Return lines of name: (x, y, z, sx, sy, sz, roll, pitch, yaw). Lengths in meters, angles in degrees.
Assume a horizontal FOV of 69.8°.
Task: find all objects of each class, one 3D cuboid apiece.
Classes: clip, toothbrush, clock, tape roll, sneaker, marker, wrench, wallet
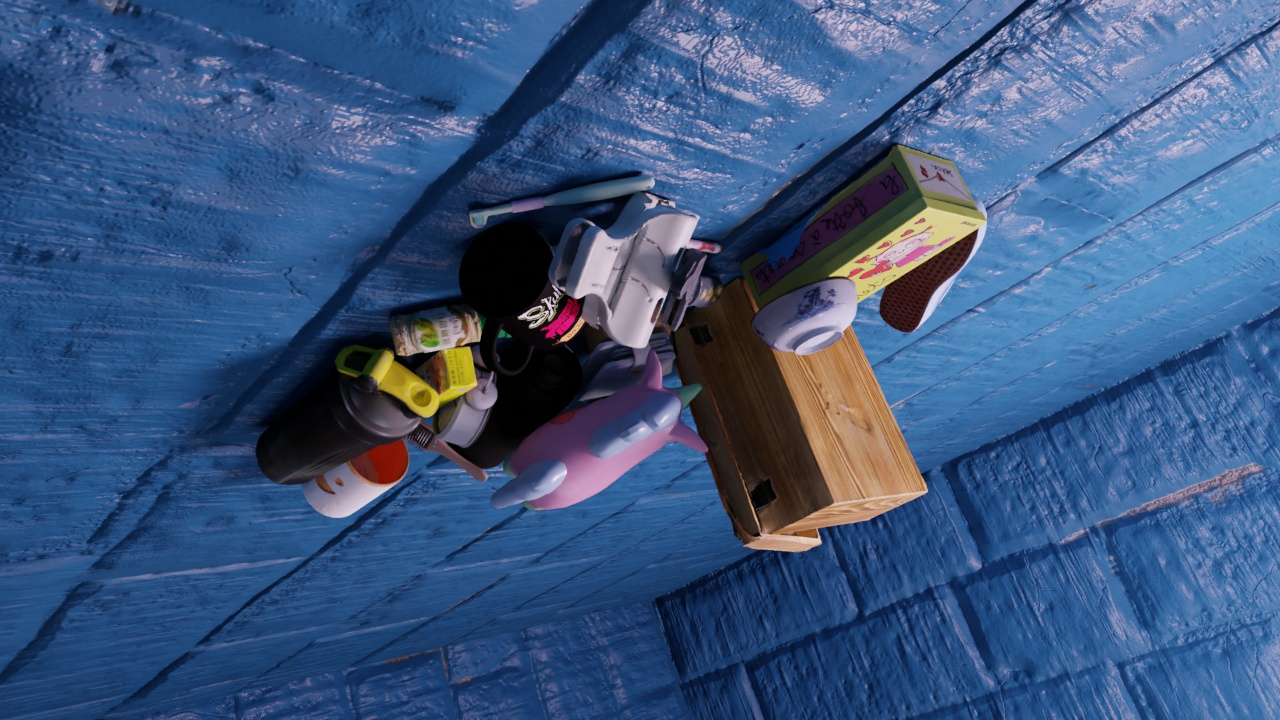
clip: (-0.004, -0.074, 0.762, 0.126, 0.101, 0.152, -68, 165, 13)
toothbrush: (-0.062, -0.130, 0.742, 0.154, 0.015, 0.022, -15, 161, -13)
clock: (-0.178, 0.035, 0.949, 0.035, 0.094, 0.123, 20, 135, -25)
tape roll: (-0.014, -0.032, 1.021, 0.094, 0.027, 0.094, -17, 160, -7)
sneaker: (0.343, -0.132, 1.061, 0.098, 0.083, 0.242, -49, 163, -23)
marker: (0.029, -0.113, 0.874, 0.142, 0.012, 0.013, 1, 151, -45)
wrench: (0.054, -0.068, 0.878, 0.073, 0.022, 0.273, -66, 171, 9)
wallet: (-0.006, 0.006, 1.029, 0.115, 0.037, 0.119, -10, 161, -25)

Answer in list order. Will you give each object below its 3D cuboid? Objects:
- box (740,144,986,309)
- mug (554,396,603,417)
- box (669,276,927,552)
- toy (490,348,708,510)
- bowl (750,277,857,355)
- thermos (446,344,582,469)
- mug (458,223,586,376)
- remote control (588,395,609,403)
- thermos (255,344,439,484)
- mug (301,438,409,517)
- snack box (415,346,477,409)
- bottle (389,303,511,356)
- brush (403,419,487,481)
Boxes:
box: (0.222, -0.118, 0.946, 0.124, 0.079, 0.222, 1, 150, -45)
mug: (-0.086, 0.091, 1.158, 0.112, 0.104, 0.084, -21, 160, 5)
box: (0.159, 0.074, 1.091, 0.193, 0.279, 0.250, -32, 156, 34)
toy: (-0.047, 0.088, 0.958, 0.221, 0.120, 0.172, -30, -178, -39)
bowl: (0.174, -0.037, 0.942, 0.114, 0.045, 0.114, -17, 160, -6)
thermos: (-0.136, 0.042, 1.014, 0.086, 0.086, 0.199, -2, 153, -40)
mug: (-0.103, -0.044, 0.787, 0.082, 0.118, 0.098, 16, 170, 20)
remote control: (-0.035, 0.044, 1.216, 0.032, 0.015, 0.137, 1, 149, -44)
thermos: (-0.300, 0.059, 0.912, 0.221, 0.098, 0.098, -28, 159, 37)
mug: (-0.330, 0.126, 1.058, 0.106, 0.082, 0.082, -34, 156, 35)
snack box: (-0.207, 0.024, 0.924, 0.028, 0.040, 0.148, -6, 169, -33)
bottle: (-0.174, -0.033, 0.853, 0.111, 0.043, 0.043, -12, 159, -17)
brush: (-0.232, 0.099, 1.037, 0.050, 0.135, 0.015, -48, -172, 50)
